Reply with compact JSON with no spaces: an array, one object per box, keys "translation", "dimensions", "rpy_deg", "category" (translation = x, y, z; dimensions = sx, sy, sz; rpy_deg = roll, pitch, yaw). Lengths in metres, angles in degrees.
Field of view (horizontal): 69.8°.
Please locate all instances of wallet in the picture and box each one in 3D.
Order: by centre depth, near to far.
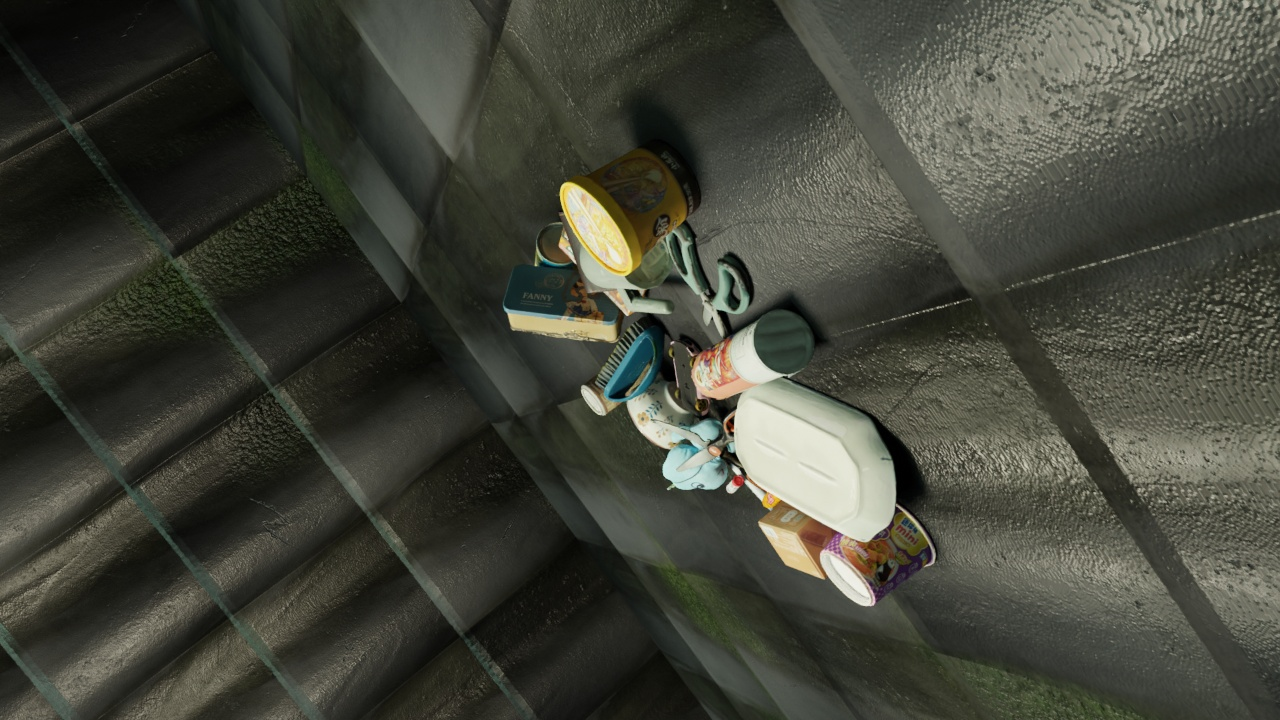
[{"translation":[-0.060,-0.151,1.242],"dimensions":[0.096,0.020,0.122],"rpy_deg":[3,118,49],"category":"wallet"}]

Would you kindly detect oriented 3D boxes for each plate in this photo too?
[{"translation":[0.190,0.113,1.082],"dimensions":[0.266,0.034,0.162],"rpy_deg":[28,126,53],"category":"plate"}]

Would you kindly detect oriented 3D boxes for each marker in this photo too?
[{"translation":[0.164,0.180,1.398],"dimensions":[0.130,0.018,0.023],"rpy_deg":[47,170,18],"category":"marker"},{"translation":[0.146,0.193,1.427],"dimensions":[0.017,0.017,0.145],"rpy_deg":[49,173,10],"category":"marker"}]

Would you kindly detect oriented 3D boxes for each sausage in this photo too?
[{"translation":[0.197,0.161,1.224],"dimensions":[0.021,0.021,0.166],"rpy_deg":[48,148,14],"category":"sausage"}]

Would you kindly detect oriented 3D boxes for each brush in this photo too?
[{"translation":[-0.008,0.008,1.344],"dimensions":[0.073,0.055,0.144],"rpy_deg":[48,122,26],"category":"brush"}]

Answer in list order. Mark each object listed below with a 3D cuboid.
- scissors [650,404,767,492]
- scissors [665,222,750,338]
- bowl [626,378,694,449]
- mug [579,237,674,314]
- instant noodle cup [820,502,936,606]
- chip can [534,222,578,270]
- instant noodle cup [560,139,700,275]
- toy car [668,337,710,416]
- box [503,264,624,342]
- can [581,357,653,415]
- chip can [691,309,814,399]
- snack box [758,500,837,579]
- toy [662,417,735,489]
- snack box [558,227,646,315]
[{"translation":[0.122,0.123,1.269],"dimensions":[0.233,0.021,0.221],"rpy_deg":[29,141,3],"category":"scissors"},{"translation":[0.091,-0.082,1.084],"dimensions":[0.172,0.019,0.177],"rpy_deg":[27,148,51],"category":"scissors"},{"translation":[0.041,0.071,1.389],"dimensions":[0.062,0.113,0.113],"rpy_deg":[-42,84,28],"category":"bowl"},{"translation":[-0.008,-0.114,1.161],"dimensions":[0.103,0.083,0.124],"rpy_deg":[12,134,60],"category":"mug"},{"translation":[0.276,0.229,1.090],"dimensions":[0.111,0.099,0.112],"rpy_deg":[44,159,22],"category":"instant noodle cup"},{"translation":[-0.132,-0.137,1.435],"dimensions":[0.071,0.071,0.211],"rpy_deg":[49,162,9],"category":"chip can"},{"translation":[-0.008,-0.171,1.000],"dimensions":[0.118,0.114,0.119],"rpy_deg":[45,160,21],"category":"instant noodle cup"},{"translation":[0.074,0.023,1.296],"dimensions":[0.056,0.037,0.122],"rpy_deg":[28,137,47],"category":"toy car"},{"translation":[-0.113,-0.084,1.335],"dimensions":[0.184,0.089,0.062],"rpy_deg":[6,148,3],"category":"box"},{"translation":[-0.032,0.031,1.435],"dimensions":[0.058,0.116,0.059],"rpy_deg":[46,161,21],"category":"can"},{"translation":[0.125,-0.002,1.069],"dimensions":[0.071,0.071,0.215],"rpy_deg":[53,163,-1],"category":"chip can"},{"translation":[0.227,0.217,1.190],"dimensions":[0.077,0.094,0.093],"rpy_deg":[56,161,-13],"category":"snack box"},{"translation":[0.087,0.148,1.375],"dimensions":[0.161,0.157,0.049],"rpy_deg":[35,-143,-35],"category":"toy"},{"translation":[-0.051,-0.139,1.281],"dimensions":[0.153,0.026,0.075],"rpy_deg":[46,146,17],"category":"snack box"}]
